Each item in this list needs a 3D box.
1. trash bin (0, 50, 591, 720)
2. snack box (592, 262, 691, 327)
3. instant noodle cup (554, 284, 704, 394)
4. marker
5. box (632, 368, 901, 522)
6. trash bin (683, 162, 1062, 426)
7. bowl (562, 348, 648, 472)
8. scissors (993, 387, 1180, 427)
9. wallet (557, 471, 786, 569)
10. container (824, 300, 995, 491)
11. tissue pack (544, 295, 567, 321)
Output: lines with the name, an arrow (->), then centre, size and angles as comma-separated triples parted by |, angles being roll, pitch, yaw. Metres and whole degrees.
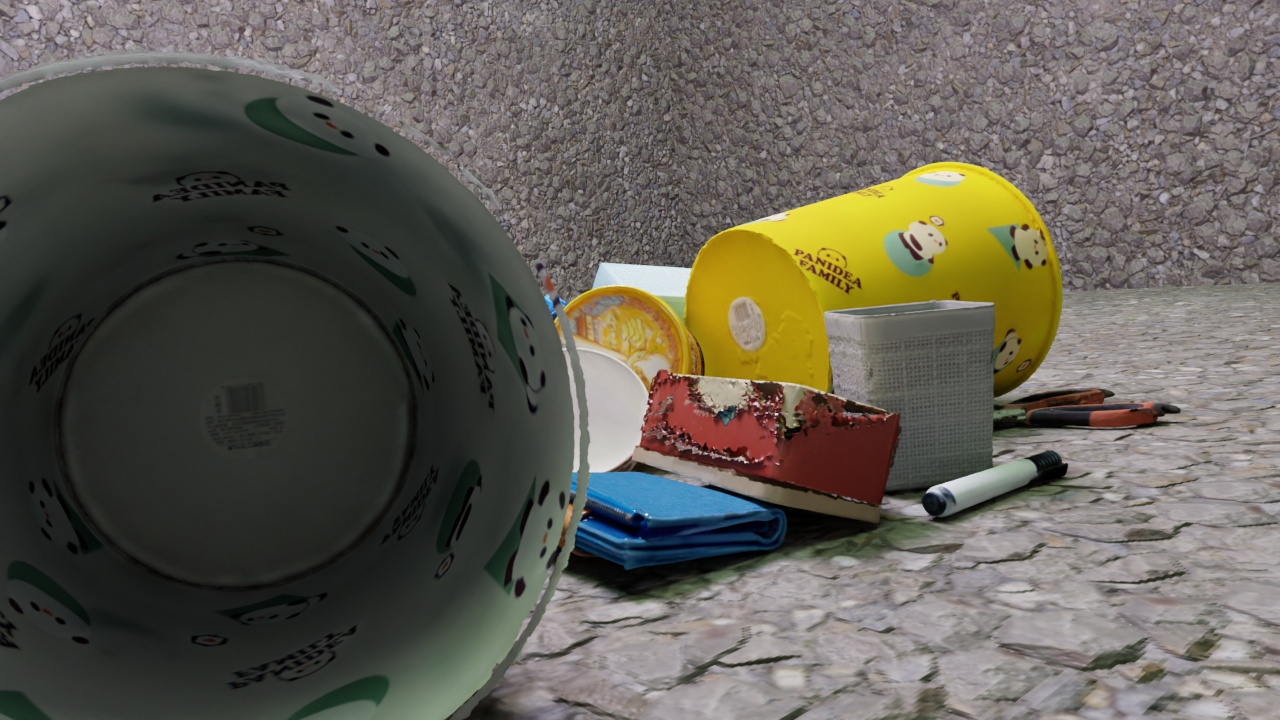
trash bin -> -0.168, 0.030, 0.380 | 0.229, 0.229, 0.252 | -7, 0, -21
snack box -> 0.045, -0.055, 0.901 | 0.174, 0.052, 0.074 | 1, 27, -26
instant noodle cup -> -0.004, 0.004, 0.758 | 0.119, 0.118, 0.114 | -3, -5, 17
marker -> 0.215, 0.073, 0.550 | 0.130, 0.018, 0.023 | -9, 16, -37
box -> 0.072, 0.041, 0.566 | 0.091, 0.080, 0.168 | 15, -5, -28
trash bin -> 0.193, -0.045, 0.810 | 0.254, 0.229, 0.230 | -15, 10, -31
bowl -> -0.050, 0.053, 0.666 | 0.113, 0.113, 0.062 | -6, -36, -8
scissors -> 0.323, 0.043, 0.761 | 0.227, 0.015, 0.188 | -2, 6, 27
wallet -> -0.001, 0.086, 0.512 | 0.106, 0.040, 0.133 | 1, 2, -34
container -> 0.179, 0.021, 0.608 | 0.090, 0.114, 0.090 | -6, 6, -4
tissue pack -> -0.106, 0.002, 0.816 | 0.094, 0.052, 0.157 | -25, -22, -19
